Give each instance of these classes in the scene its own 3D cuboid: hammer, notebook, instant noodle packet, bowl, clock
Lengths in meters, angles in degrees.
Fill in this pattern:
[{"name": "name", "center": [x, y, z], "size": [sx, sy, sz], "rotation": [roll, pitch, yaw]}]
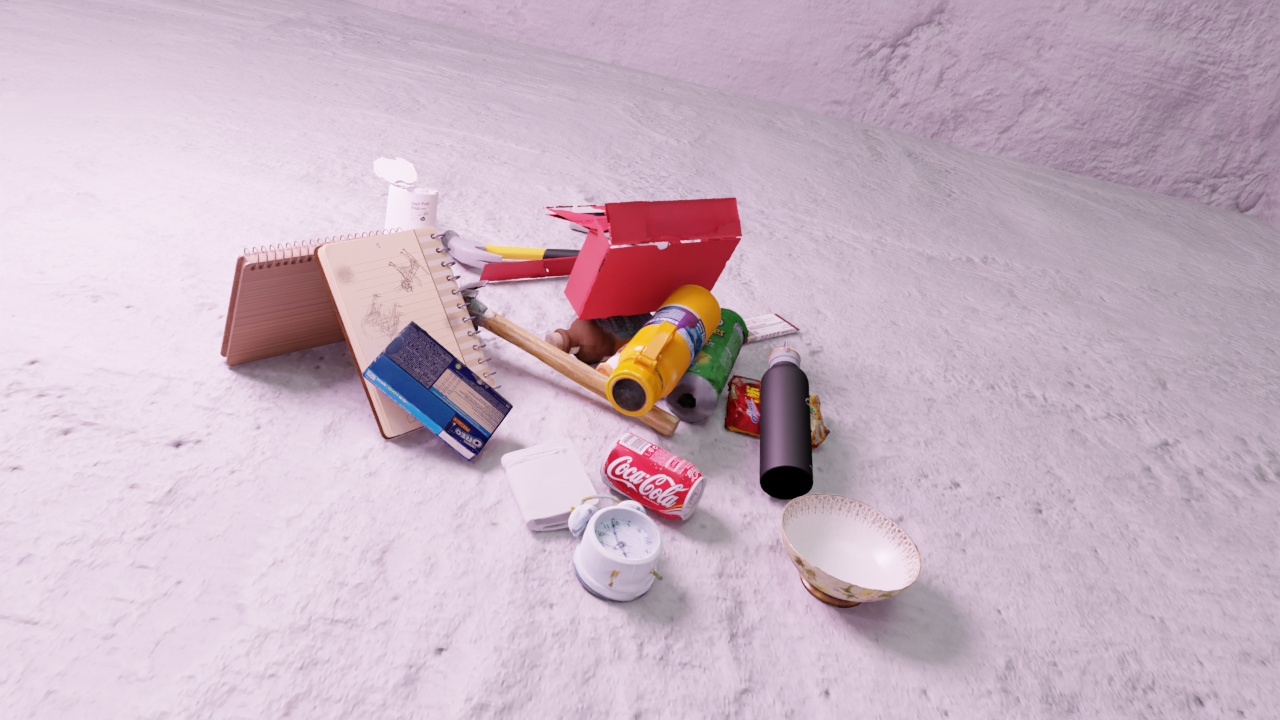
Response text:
[{"name": "hammer", "center": [-0.098, 0.001, 1.147], "size": [0.330, 0.132, 0.033], "rotation": [29, 61, 10]}, {"name": "notebook", "center": [-0.376, -0.078, 1.079], "size": [0.209, 0.170, 0.022], "rotation": [-18, 58, -44]}, {"name": "instant noodle packet", "center": [0.177, 0.067, 1.204], "size": [0.135, 0.040, 0.098], "rotation": [14, 36, -2]}, {"name": "bowl", "center": [0.206, 0.205, 0.942], "size": [0.145, 0.063, 0.145], "rotation": [10, 30, -6]}, {"name": "clock", "center": [-0.026, 0.176, 0.894], "size": [0.083, 0.057, 0.117], "rotation": [-1, 39, -25]}, {"name": "notebook", "center": [-0.259, -0.040, 1.052], "size": [0.024, 0.225, 0.167], "rotation": [-19, 1, 44]}, {"name": "hammer", "center": [-0.149, -0.171, 1.485], "size": [0.323, 0.029, 0.127], "rotation": [0, 24, -28]}]

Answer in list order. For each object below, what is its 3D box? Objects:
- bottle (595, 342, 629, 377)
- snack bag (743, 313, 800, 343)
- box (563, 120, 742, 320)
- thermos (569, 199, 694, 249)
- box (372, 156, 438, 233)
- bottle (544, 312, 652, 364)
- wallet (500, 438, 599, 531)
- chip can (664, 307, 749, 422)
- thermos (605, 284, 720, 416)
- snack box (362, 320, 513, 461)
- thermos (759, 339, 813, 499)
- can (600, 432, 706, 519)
[{"name": "bottle", "center": [-0.007, 0.007, 1.202], "size": [0.108, 0.063, 0.063], "rotation": [-22, 45, -40]}, {"name": "snack bag", "center": [0.180, -0.049, 1.435], "size": [0.157, 0.013, 0.057], "rotation": [-13, 41, -40]}, {"name": "box", "center": [0.040, -0.291, 1.127], "size": [0.214, 0.512, 0.141], "rotation": [-9, 35, -34]}, {"name": "thermos", "center": [-0.013, -0.235, 1.640], "size": [0.224, 0.052, 0.052], "rotation": [14, 29, 1]}, {"name": "box", "center": [-0.368, -0.242, 1.422], "size": [0.083, 0.138, 0.143], "rotation": [-1, 21, -35]}, {"name": "bottle", "center": [-0.056, -0.031, 1.241], "size": [0.156, 0.068, 0.068], "rotation": [-9, 36, -36]}, {"name": "wallet", "center": [-0.097, 0.134, 0.974], "size": [0.086, 0.032, 0.116], "rotation": [-8, 36, -15]}, {"name": "chip can", "center": [0.091, 0.003, 1.242], "size": [0.075, 0.076, 0.222], "rotation": [19, 29, 9]}, {"name": "thermos", "center": [0.028, -0.021, 1.122], "size": [0.076, 0.091, 0.232], "rotation": [2, 28, 24]}, {"name": "snack box", "center": [-0.220, 0.034, 1.005], "size": [0.150, 0.027, 0.082], "rotation": [41, 51, -8]}, {"name": "thermos", "center": [0.178, 0.062, 1.129], "size": [0.061, 0.061, 0.230], "rotation": [12, 43, -3]}, {"name": "can", "center": [0.014, 0.126, 0.996], "size": [0.105, 0.064, 0.064], "rotation": [26, 31, 20]}]
